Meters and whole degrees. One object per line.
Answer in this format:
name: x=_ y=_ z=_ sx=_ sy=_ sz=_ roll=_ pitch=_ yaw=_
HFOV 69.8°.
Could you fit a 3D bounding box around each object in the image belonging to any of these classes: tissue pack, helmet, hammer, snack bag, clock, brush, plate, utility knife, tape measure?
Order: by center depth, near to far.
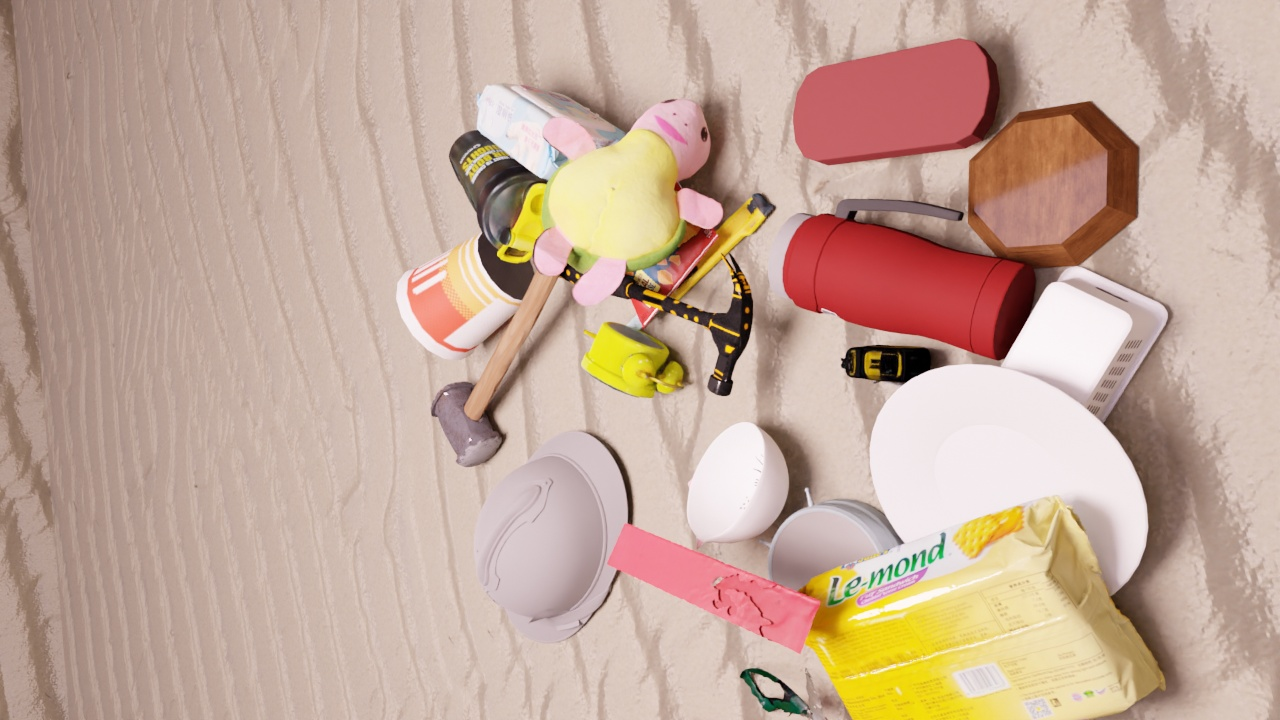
snack bag: x=0.237 y=0.213 z=0.685 sx=0.248 sy=0.068 sz=0.159 roll=-30 pitch=97 yaw=32
plate: x=0.271 y=0.097 z=0.695 sx=0.209 sy=0.015 sz=0.209 roll=24 pitch=128 yaw=35
plate: x=0.307 y=-0.134 z=0.702 sx=0.132 sy=0.025 sz=0.131 roll=-1 pitch=88 yaw=41
tape measure: x=0.208 y=0.004 z=0.760 sx=0.061 sy=0.061 sz=0.034 roll=3 pitch=94 yaw=42
brush: x=0.214 y=-0.212 z=0.773 sx=0.174 sy=0.041 sz=0.082 roll=2 pitch=90 yaw=41
clock: x=0.178 y=0.193 z=0.794 sx=0.159 sy=0.045 sz=0.123 roll=52 pitch=121 yaw=30
hammer: x=-0.008 y=-0.073 z=0.915 sx=0.321 sy=0.036 sz=0.123 roll=26 pitch=113 yaw=46
utility knife: x=0.051 y=-0.088 z=0.931 sx=0.225 sy=0.019 sz=0.030 roll=-45 pitch=54 yaw=34
clock: x=-0.006 y=0.005 z=0.932 sx=0.119 sy=0.083 sz=0.057 roll=34 pitch=104 yaw=38
snack bag: x=0.010 y=-0.128 z=0.948 sx=0.131 sy=0.039 sz=0.144 roll=-50 pitch=54 yaw=29
tissue pack: x=-0.087 y=-0.238 z=0.972 sx=0.182 sy=0.112 sz=0.070 roll=41 pitch=119 yaw=43
helmet: x=-0.129 y=0.204 z=1.009 sx=0.183 sy=0.117 sz=0.272 roll=41 pitch=116 yaw=33
hammer: x=-0.156 y=-0.005 z=1.049 sx=0.098 sy=0.052 sz=0.329 roll=57 pitch=132 yaw=25

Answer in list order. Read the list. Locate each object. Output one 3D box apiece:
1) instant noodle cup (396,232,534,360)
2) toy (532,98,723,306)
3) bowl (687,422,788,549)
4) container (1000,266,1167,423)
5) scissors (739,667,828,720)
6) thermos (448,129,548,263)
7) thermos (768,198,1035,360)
instant noodle cup: x=-0.199 y=-0.083 z=1.082 sx=0.121 sy=0.123 sz=0.123 roll=-30 pitch=70 yaw=28
toy: x=-0.014 y=-0.158 z=0.867 sx=0.190 sy=0.088 sz=0.237 roll=27 pitch=69 yaw=10
bowl: x=0.097 y=0.119 z=0.845 sx=0.115 sy=0.050 sz=0.114 roll=-48 pitch=26 yaw=33
container: x=0.314 y=0.001 z=0.677 sx=0.081 sy=0.049 sz=0.129 roll=37 pitch=112 yaw=35
scissors: x=0.160 y=0.339 z=0.787 sx=0.204 sy=0.015 sz=0.202 roll=62 pitch=160 yaw=0
thermos: x=-0.155 y=-0.191 z=1.028 sx=0.221 sy=0.098 sz=0.098 roll=49 pitch=120 yaw=50
thermos: x=0.209 y=-0.076 z=0.745 sx=0.199 sy=0.083 sz=0.108 roll=21 pitch=110 yaw=37
